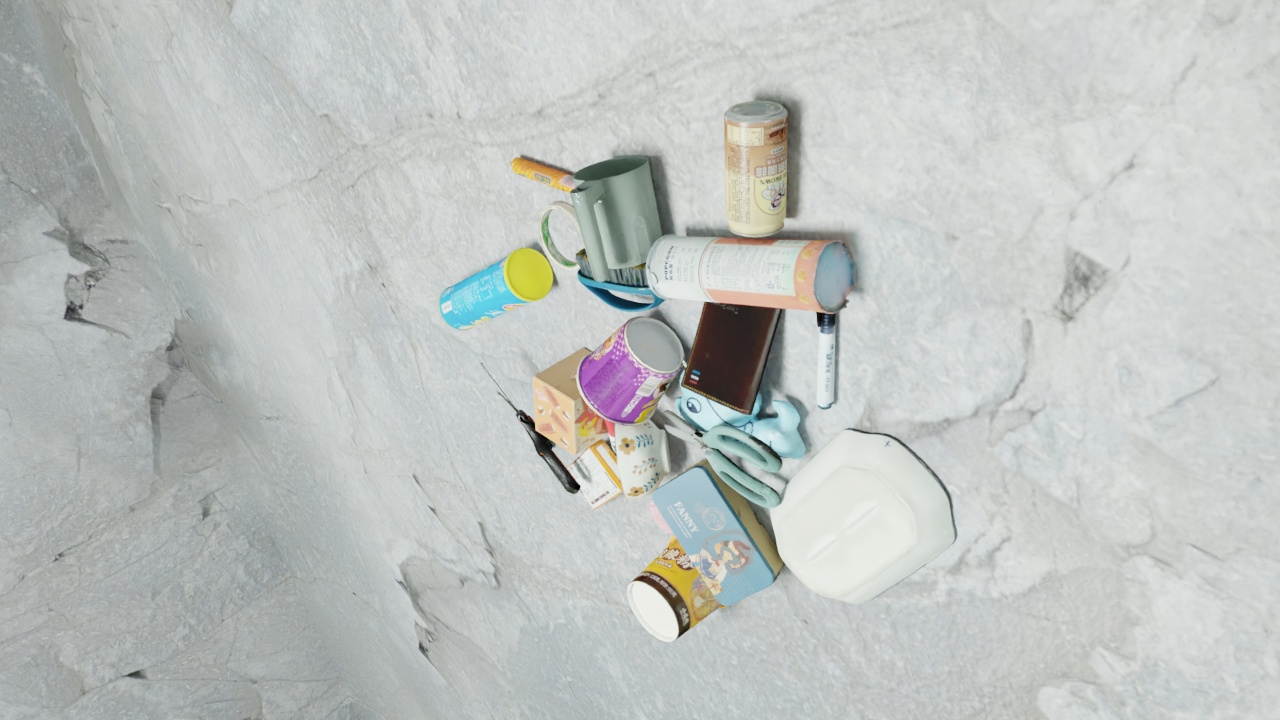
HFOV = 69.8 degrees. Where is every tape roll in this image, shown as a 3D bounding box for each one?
[{"bbox_3d":[-0.095,-0.155,1.147,0.086,0.013,0.086,28,133,34],"label":"tape roll"}]

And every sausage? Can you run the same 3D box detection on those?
[{"bbox_3d":[-0.103,-0.219,1.105,0.165,0.021,0.021,26,132,36],"label":"sausage"}]

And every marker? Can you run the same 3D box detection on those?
[{"bbox_3d":[0.187,-0.008,0.929,0.022,0.018,0.131,-4,120,1],"label":"marker"},{"bbox_3d":[-0.028,0.123,1.240,0.017,0.017,0.145,27,145,35],"label":"marker"}]

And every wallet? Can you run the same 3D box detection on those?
[{"bbox_3d":[0.097,-0.013,0.992,0.096,0.020,0.122,24,106,35],"label":"wallet"}]

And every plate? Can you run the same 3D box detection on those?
[{"bbox_3d":[0.227,0.183,1.004,0.162,0.034,0.267,48,142,13],"label":"plate"}]

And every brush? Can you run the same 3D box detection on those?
[{"bbox_3d":[-0.017,-0.093,1.069,0.144,0.055,0.073,15,124,41],"label":"brush"}]

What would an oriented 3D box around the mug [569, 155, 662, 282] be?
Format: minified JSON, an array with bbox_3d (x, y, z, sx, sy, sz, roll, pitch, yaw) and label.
[{"bbox_3d":[-0.030,-0.153,0.990,0.084,0.123,0.103,1,120,28],"label":"mug"}]

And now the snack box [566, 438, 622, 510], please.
[{"bbox_3d":[-0.060,0.163,1.293,0.075,0.026,0.154,53,155,5],"label":"snack box"}]

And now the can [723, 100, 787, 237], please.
[{"bbox_3d":[0.109,-0.180,0.865,0.058,0.058,0.116,23,131,37],"label":"can"}]

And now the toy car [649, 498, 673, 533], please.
[{"bbox_3d":[0.053,0.204,1.214,0.123,0.037,0.056,-17,100,53],"label":"toy car"}]

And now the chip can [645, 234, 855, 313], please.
[{"bbox_3d":[0.105,-0.089,0.921,0.215,0.071,0.071,9,121,45],"label":"chip can"}]

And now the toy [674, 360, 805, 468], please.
[{"bbox_3d":[0.106,0.058,1.043,0.162,0.049,0.156,-25,98,48],"label":"toy"}]

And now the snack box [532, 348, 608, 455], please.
[{"bbox_3d":[-0.081,0.054,1.212,0.077,0.092,0.094,29,134,33],"label":"snack box"}]

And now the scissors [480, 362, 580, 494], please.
[{"bbox_3d":[-0.155,0.100,1.293,0.221,0.021,0.234,50,174,20],"label":"scissors"}]

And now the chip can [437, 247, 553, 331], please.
[{"bbox_3d":[-0.204,-0.094,1.267,0.211,0.071,0.071,-16,103,52],"label":"chip can"}]

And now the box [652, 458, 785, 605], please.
[{"bbox_3d":[0.093,0.202,1.125,0.090,0.062,0.184,-37,88,27],"label":"box"}]

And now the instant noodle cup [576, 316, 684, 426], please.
[{"bbox_3d":[-0.006,0.006,1.093,0.111,0.111,0.099,50,133,11],"label":"instant noodle cup"}]

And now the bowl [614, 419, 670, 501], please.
[{"bbox_3d":[0.005,0.120,1.170,0.062,0.113,0.113,-7,116,6],"label":"bowl"}]

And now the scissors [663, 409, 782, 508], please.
[{"bbox_3d":[0.097,0.099,1.035,0.176,0.019,0.172,39,156,6],"label":"scissors"}]

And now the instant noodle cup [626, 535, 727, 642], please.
[{"bbox_3d":[0.053,0.301,1.217,0.118,0.114,0.119,29,134,34],"label":"instant noodle cup"}]
